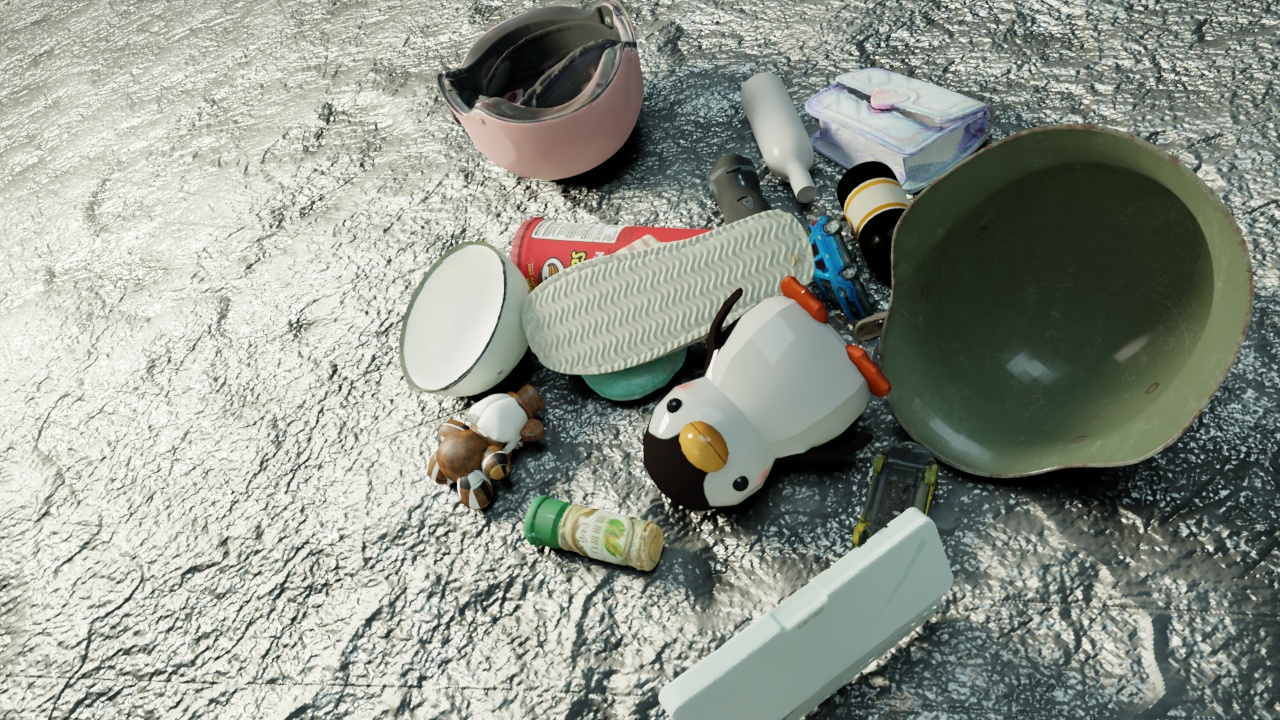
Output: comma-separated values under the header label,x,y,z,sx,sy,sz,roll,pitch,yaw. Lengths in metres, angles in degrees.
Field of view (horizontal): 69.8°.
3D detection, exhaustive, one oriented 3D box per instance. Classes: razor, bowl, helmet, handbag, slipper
label,x,y,z,sx,sy,sz,roll,pitch,yaw
razor,0.106,-0.158,0.929,0.053,0.064,0.140,-19,46,4
bowl,-0.159,-0.032,0.885,0.154,0.072,0.153,-19,60,35
helmet,0.303,-0.037,0.671,0.153,0.269,0.227,-16,60,-49
helmet,-0.101,-0.309,1.071,0.230,0.153,0.255,-33,47,-7
handbag,0.266,-0.253,0.958,0.126,0.069,0.158,-34,46,-14
slipper,0.023,-0.062,0.816,0.263,0.052,0.115,-17,85,12

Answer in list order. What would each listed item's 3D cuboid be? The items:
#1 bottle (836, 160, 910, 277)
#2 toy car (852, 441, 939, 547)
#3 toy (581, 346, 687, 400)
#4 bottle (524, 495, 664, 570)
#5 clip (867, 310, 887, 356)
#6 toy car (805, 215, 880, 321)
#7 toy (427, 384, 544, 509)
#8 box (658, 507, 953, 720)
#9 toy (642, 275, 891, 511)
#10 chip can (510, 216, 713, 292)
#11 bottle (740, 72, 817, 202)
label,x,y,z,sx,sy,sz,roll,pitch,yaw
bottle,0.234,-0.109,0.847,0.059,0.059,0.181,-15,47,5
toy car,0.194,0.109,0.690,0.049,0.030,0.106,10,61,27
toy,-0.005,0.005,0.850,0.105,0.033,0.085,-13,36,9
bottle,-0.038,0.139,0.737,0.111,0.043,0.043,9,54,24
clip,0.223,-0.026,0.805,0.049,0.026,0.060,1,43,7
toy car,0.182,-0.083,0.849,0.044,0.056,0.120,-26,41,14
toy,-0.134,0.069,0.820,0.087,0.067,0.112,29,55,35
box,0.113,0.188,0.577,0.197,0.136,0.044,-32,43,-10
toy,0.084,0.044,0.742,0.184,0.140,0.159,-40,82,-5
chip can,-0.014,-0.093,0.901,0.214,0.087,0.086,6,53,22
bottle,0.154,-0.238,0.990,0.052,0.052,0.195,-16,47,5
